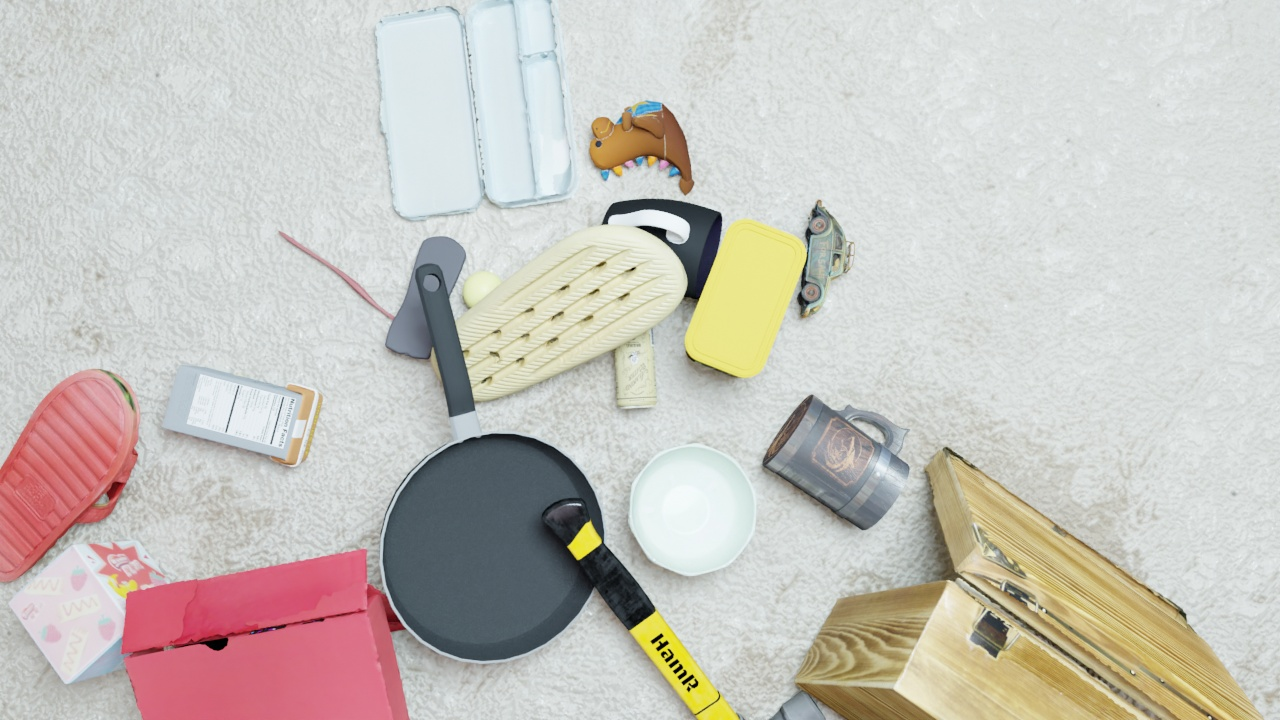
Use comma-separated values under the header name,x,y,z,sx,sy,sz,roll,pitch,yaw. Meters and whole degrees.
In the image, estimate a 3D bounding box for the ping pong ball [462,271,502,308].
name,x,y,z,sx,sy,sz,roll,pitch,yaw
ping pong ball,-0.149,-0.065,0.872,0.040,0.040,0.040,0,87,1

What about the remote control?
name,x,y,z,sx,sy,sz,roll,pitch,yaw
remote control,-0.203,-0.062,0.878,0.046,0.009,0.124,16,75,0

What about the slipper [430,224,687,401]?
name,x,y,z,sx,sy,sz,roll,pitch,yaw
slipper,-0.081,-0.050,0.840,0.262,0.079,0.111,-29,119,21

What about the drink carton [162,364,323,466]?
name,x,y,z,sx,sy,sz,roll,pitch,yaw
drink carton,-0.373,0.049,0.867,0.125,0.048,0.076,14,87,2

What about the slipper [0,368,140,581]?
name,x,y,z,sx,sy,sz,roll,pitch,yaw
slipper,-0.541,0.109,0.864,0.103,0.059,0.249,43,104,2

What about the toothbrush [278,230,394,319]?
name,x,y,z,sx,sy,sz,roll,pitch,yaw
toothbrush,-0.277,-0.075,0.889,0.184,0.015,0.015,35,85,4

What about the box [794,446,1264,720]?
name,x,y,z,sx,sy,sz,roll,pitch,yaw
box,0.337,0.234,0.748,0.279,0.270,0.263,36,72,3

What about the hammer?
name,x,y,z,sx,sy,sz,roll,pitch,yaw
hammer,0.015,0.259,0.831,0.170,0.034,0.324,-36,97,-1

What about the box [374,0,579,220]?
name,x,y,z,sx,sy,sz,roll,pitch,yaw
box,-0.159,-0.246,0.890,0.190,0.037,0.209,-9,87,9

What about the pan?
name,x,y,z,sx,sy,sz,roll,pitch,yaw
pan,-0.149,0.091,0.818,0.203,0.044,0.355,-15,95,-23

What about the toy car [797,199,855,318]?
name,x,y,z,sx,sy,sz,roll,pitch,yaw
toy car,0.175,-0.094,0.862,0.047,0.047,0.112,7,88,7

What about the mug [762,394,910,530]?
name,x,y,z,sx,sy,sz,roll,pitch,yaw
mug,0.187,0.081,0.846,0.107,0.080,0.115,35,62,1

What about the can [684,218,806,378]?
name,x,y,z,sx,sy,sz,roll,pitch,yaw
can,0.091,-0.051,0.836,0.072,0.101,0.130,21,88,2

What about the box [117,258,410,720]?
name,x,y,z,sx,sy,sz,roll,pitch,yaw
box,-0.342,0.129,0.830,0.214,0.138,0.467,-11,80,2

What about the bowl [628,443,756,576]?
name,x,y,z,sx,sy,sz,roll,pitch,yaw
bowl,0.044,0.137,0.844,0.117,0.061,0.117,1,81,-5

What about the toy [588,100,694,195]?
name,x,y,z,sx,sy,sz,roll,pitch,yaw
toy,0.002,-0.195,0.880,0.090,0.070,0.103,-23,110,12

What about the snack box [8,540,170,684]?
name,x,y,z,sx,sy,sz,roll,pitch,yaw
snack box,-0.488,0.224,0.834,0.079,0.093,0.095,-43,80,-2

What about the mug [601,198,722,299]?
name,x,y,z,sx,sy,sz,roll,pitch,yaw
mug,0.014,-0.112,0.834,0.100,0.119,0.085,16,83,12

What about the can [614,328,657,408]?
name,x,y,z,sx,sy,sz,roll,pitch,yaw
can,-0.005,0.005,0.866,0.038,0.038,0.079,-3,87,1
